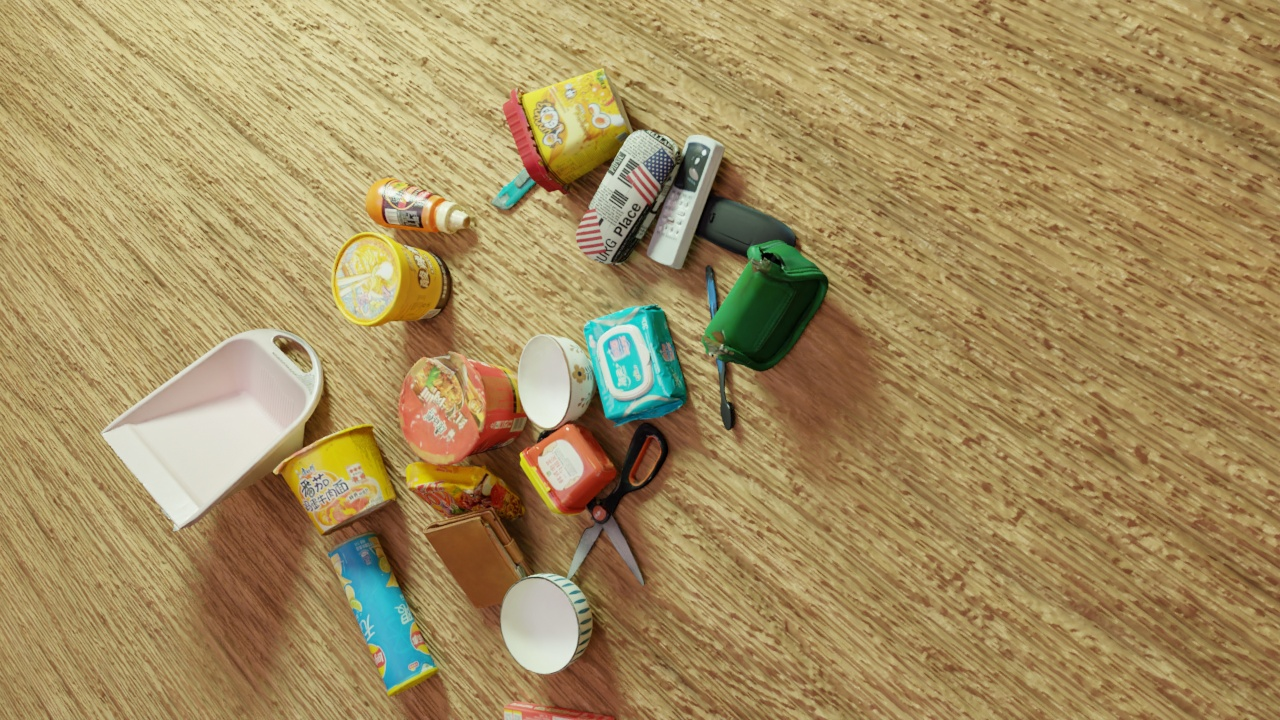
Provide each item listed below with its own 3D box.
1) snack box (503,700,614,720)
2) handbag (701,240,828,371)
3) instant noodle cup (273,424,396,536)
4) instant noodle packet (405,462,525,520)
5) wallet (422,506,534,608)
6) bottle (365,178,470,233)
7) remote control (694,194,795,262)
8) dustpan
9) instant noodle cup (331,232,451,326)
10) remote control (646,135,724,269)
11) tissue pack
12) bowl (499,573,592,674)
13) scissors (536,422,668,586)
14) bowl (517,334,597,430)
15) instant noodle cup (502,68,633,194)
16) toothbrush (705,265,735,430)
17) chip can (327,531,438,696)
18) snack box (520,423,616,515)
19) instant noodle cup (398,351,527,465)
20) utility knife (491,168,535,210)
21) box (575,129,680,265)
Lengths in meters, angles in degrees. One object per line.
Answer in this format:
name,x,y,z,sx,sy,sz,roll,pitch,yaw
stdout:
snack box,-0.101,0.469,1.129,0.153,0.025,0.075,-4,89,29
handbag,0.126,-0.054,0.952,0.068,0.120,0.131,41,115,25
instant noodle cup,-0.404,0.165,1.241,0.138,0.137,0.110,-30,84,25
instant noodle packet,-0.225,0.167,1.157,0.129,0.111,0.044,-2,53,30
wallet,-0.198,0.249,1.149,0.108,0.031,0.132,-19,113,26
bottle,-0.291,-0.199,1.218,0.150,0.066,0.067,16,97,21
remote control,0.107,-0.146,1.017,0.136,0.024,0.053,27,104,26
dustpan,-0.595,0.069,1.303,0.222,0.272,0.139,36,131,21
instant noodle cup,-0.319,-0.101,1.199,0.119,0.114,0.118,-1,89,29
remote control,0.049,-0.180,1.038,0.058,0.021,0.150,33,107,52
tissue pack,-0.006,0.006,1.064,0.093,0.050,0.133,-21,80,26
bowl,-0.105,0.313,1.109,0.117,0.066,0.116,0,90,30
scissors,-0.051,0.163,1.104,0.221,0.021,0.234,40,107,23
bowl,-0.092,0.025,1.096,0.114,0.062,0.113,3,94,50
instant noodle cup,-0.078,-0.271,1.070,0.124,0.116,0.116,-22,83,10
toothbrush,0.089,-0.015,1.035,0.014,0.016,0.189,-12,81,37
chip can,-0.349,0.340,1.239,0.071,0.071,0.210,-37,73,24
snack box,-0.082,0.124,1.066,0.080,0.082,0.091,-39,72,10
instant noodle cup,-0.214,0.061,1.144,0.138,0.108,0.138,-2,87,29
utility knife,-0.129,-0.245,1.153,0.166,0.013,0.029,-41,76,22
box,-0.017,-0.184,1.047,0.075,0.082,0.164,46,113,32
